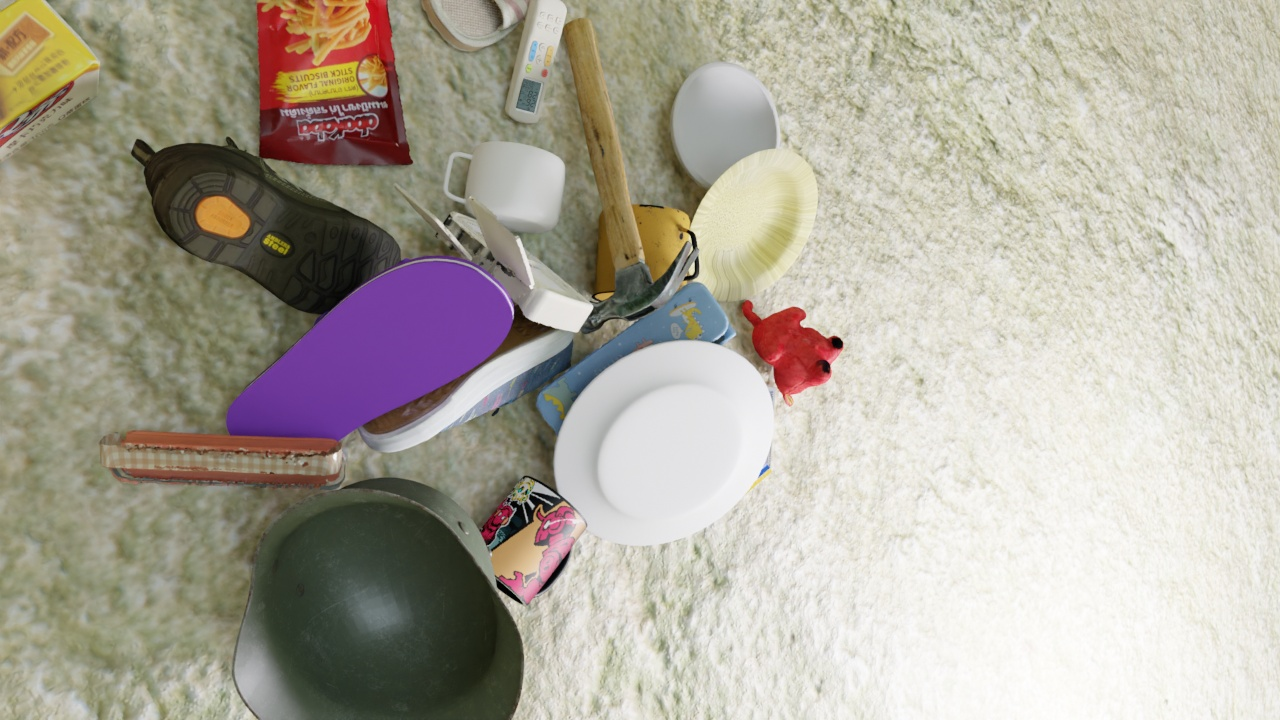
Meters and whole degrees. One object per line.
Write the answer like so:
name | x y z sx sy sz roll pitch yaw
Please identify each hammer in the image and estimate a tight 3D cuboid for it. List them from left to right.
hammer | -0.031 -0.199 0.922 0.033 0.132 0.330 21 54 -62

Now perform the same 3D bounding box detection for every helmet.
helmet | -0.214 0.198 0.786 0.227 0.153 0.268 -11 117 0

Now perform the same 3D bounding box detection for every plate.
plate | 0.030 0.093 0.939 0.242 0.016 0.243 -9 118 -17
plate | 0.119 -0.158 1.043 0.184 0.036 0.185 -21 132 -25

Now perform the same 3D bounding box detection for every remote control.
remote control | -0.106 -0.303 0.925 0.038 0.018 0.126 1 112 -45

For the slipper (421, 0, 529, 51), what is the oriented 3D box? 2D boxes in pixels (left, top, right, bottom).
slipper | -0.114 -0.419 0.929 0.115 0.052 0.262 44 68 -21

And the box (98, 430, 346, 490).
box | -0.339 0.085 0.752 0.187 0.056 0.071 3 130 -11

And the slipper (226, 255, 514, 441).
slipper | -0.235 -0.010 0.805 0.267 0.084 0.107 -33 111 9

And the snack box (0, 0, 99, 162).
snack box | -0.506 -0.162 0.658 0.229 0.110 0.061 -48 113 -22

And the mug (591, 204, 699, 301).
mug | 0.011 -0.109 0.957 0.100 0.124 0.094 10 82 -50

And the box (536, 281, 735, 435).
box | -0.005 0.007 0.941 0.209 0.073 0.085 -36 99 -2

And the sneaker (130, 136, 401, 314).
sneaker | -0.326 -0.119 0.783 0.101 0.143 0.237 -57 150 3

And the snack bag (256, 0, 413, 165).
snack bag | -0.284 -0.284 0.837 0.138 0.067 0.208 -7 102 -36

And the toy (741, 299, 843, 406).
toy | 0.160 -0.011 1.081 0.133 0.094 0.087 41 56 6

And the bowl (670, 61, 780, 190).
bowl | 0.089 -0.261 1.050 0.149 0.043 0.149 -1 93 -31

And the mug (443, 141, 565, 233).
mug | -0.132 -0.168 0.890 0.115 0.094 0.068 10 85 -22

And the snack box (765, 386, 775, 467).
snack box | 0.068 0.073 1.039 0.185 0.032 0.101 6 86 -30

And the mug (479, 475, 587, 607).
mug | -0.108 0.188 0.914 0.098 0.082 0.118 -51 140 -21

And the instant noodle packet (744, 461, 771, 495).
instant noodle packet | 0.084 0.096 1.012 0.087 0.026 0.134 -37 108 -19

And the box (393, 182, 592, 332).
box | -0.128 -0.095 0.821 0.058 0.144 0.187 -52 158 2

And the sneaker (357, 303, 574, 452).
sneaker | -0.163 0.023 0.891 0.235 0.087 0.079 -33 140 -24
